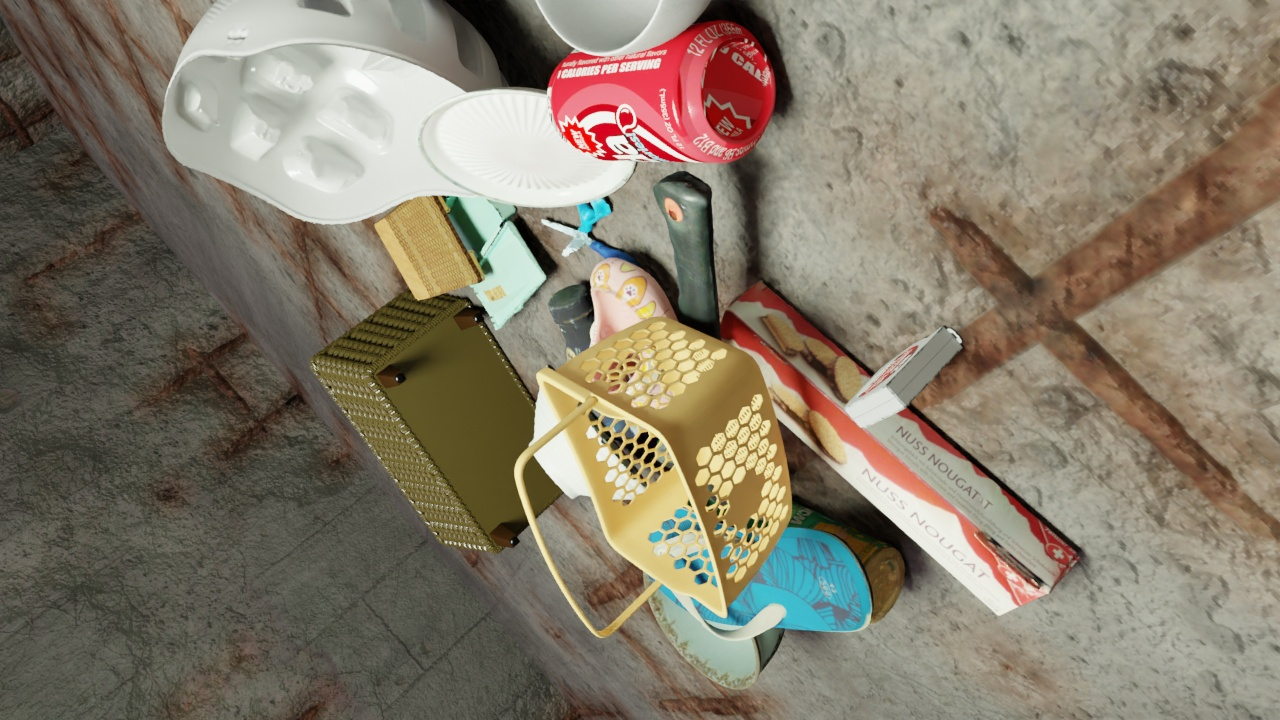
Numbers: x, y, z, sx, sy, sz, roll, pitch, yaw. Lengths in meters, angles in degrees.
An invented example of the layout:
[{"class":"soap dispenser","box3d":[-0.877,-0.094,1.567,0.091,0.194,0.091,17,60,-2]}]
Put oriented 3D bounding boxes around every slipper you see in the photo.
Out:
[{"class":"slipper","box3d":[-0.005,0.005,0.779,0.093,0.081,0.197,28,151,36]},{"class":"slipper","box3d":[0.070,0.186,0.777,0.296,0.060,0.118,-10,105,55]}]

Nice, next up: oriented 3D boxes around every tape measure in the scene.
[{"class":"tape measure","box3d":[0.156,0.013,0.551,0.020,0.060,0.062,48,155,3]}]

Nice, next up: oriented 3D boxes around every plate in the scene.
[{"class":"plate","box3d":[-0.082,-0.153,0.662,0.157,0.014,0.157,2,161,1]}]

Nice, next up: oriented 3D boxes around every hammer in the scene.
[{"class":"hammer","box3d":[0.046,0.003,0.661,0.133,0.033,0.334,34,152,34]}]

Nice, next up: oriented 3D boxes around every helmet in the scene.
[{"class":"helmet","box3d":[-0.223,-0.203,0.707,0.283,0.184,0.224,14,178,44]}]

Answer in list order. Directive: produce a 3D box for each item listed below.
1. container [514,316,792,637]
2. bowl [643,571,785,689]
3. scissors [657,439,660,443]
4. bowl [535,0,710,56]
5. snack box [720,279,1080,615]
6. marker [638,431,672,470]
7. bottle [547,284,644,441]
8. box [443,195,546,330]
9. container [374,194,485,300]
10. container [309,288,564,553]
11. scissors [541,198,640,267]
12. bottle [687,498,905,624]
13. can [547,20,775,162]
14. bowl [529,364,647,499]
[{"class":"container","box3d":[0.006,0.087,0.611,0.129,0.166,0.183,27,146,43]},{"class":"bowl","box3d":[0.089,0.235,0.923,0.160,0.093,0.160,33,137,37]},{"class":"scissors","box3d":[0.043,0.076,0.876,0.130,0.014,0.070,-154,61,-62]},{"class":"bowl","box3d":[-0.004,-0.226,0.462,0.132,0.064,0.132,35,138,39]},{"class":"snack box","box3d":[0.161,0.059,0.628,0.273,0.044,0.077,43,156,15]},{"class":"marker","box3d":[0.026,0.099,0.944,0.134,0.018,0.015,51,176,-2]},{"class":"bottle","box3d":[-0.038,0.003,0.868,0.056,0.056,0.161,18,140,50]},{"class":"box","box3d":[-0.156,-0.111,0.936,0.136,0.033,0.187,52,156,-5]},{"class":"container","box3d":[-0.218,-0.116,0.938,0.063,0.061,0.114,0,120,61]},{"class":"container","box3d":[-0.230,0.082,1.171,0.205,0.176,0.321,3,129,54]},{"class":"scissors","box3d":[-0.043,-0.096,0.786,0.104,0.015,0.134,52,155,-8]},{"class":"bottle","box3d":[0.124,0.156,0.799,0.210,0.068,0.068,19,142,49]},{"class":"can","box3d":[0.009,-0.155,0.542,0.143,0.074,0.074,16,140,50]},{"class":"bowl","box3d":[-0.066,0.094,0.956,0.177,0.071,0.177,50,178,1]}]
